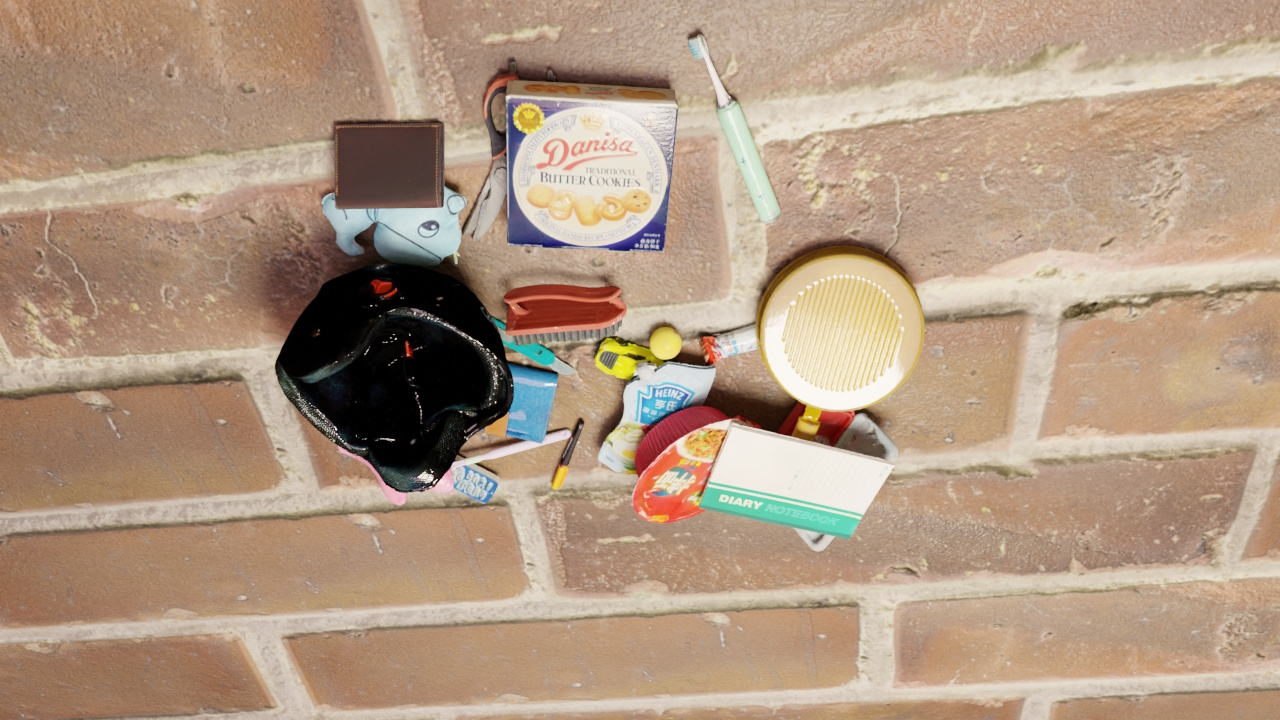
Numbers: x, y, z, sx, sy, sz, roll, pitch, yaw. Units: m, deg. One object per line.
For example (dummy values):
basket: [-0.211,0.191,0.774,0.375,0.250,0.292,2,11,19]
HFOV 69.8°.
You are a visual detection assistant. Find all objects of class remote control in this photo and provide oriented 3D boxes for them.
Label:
remote control: [-0.259,0.154,1.279,0.125,0.024,0.049,29,120,-11]

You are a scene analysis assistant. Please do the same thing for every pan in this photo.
pan: [0.220,0.035,1.126,0.198,0.078,0.358,15,106,2]

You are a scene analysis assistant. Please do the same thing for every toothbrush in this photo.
toothbrush: [0.105,-0.247,0.997,0.027,0.026,0.224,-6,126,33]
toothbrush: [-0.185,0.122,1.245,0.189,0.021,0.029,-16,82,2]

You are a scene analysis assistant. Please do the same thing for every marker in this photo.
marker: [-0.099,0.130,1.260,0.015,0.018,0.124,18,122,-8]

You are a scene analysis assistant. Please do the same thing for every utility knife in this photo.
utility knife: [-0.161,-0.027,1.162,0.179,0.013,0.029,30,121,-16]

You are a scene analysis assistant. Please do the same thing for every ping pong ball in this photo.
ping pong ball: [0.031,-0.021,1.140,0.040,0.040,0.040,1,123,2]

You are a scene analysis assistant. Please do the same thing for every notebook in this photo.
notebook: [0.193,0.157,1.161,0.209,0.012,0.151,13,128,-5]

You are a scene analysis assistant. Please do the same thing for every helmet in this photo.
helmet: [-0.274,-0.001,1.058,0.275,0.229,0.234,-13,135,12]

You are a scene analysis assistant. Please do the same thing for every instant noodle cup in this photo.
instant noodle cup: [0.065,0.125,1.189,0.193,0.065,0.194,-19,141,-16]

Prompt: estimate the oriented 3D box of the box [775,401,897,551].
box: [0.235,0.145,1.223,0.155,0.073,0.202,33,121,8]

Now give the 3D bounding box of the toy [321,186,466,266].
toy: [-0.278,-0.160,1.060,0.162,0.049,0.156,-37,107,22]

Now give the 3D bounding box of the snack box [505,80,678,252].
snack box: [-0.057,-0.209,1.008,0.178,0.045,0.183,2,128,-3]

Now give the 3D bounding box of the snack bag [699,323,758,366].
snack bag: [0.126,-0.023,1.143,0.104,0.026,0.048,-13,130,11]

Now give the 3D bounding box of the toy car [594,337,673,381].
toy car: [-0.007,0.007,1.166,0.105,0.032,0.048,19,122,-11]

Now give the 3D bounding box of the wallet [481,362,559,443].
wallet: [-0.181,0.050,1.202,0.133,0.040,0.107,14,119,-5]

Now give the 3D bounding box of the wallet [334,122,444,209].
wallet: [-0.279,-0.216,1.017,0.122,0.020,0.096,0,90,3]

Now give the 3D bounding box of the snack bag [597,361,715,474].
snack bag: [0.019,0.073,1.190,0.110,0.038,0.191,12,129,-14]

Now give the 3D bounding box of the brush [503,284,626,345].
brush: [-0.089,-0.061,1.107,0.146,0.063,0.069,-3,136,3]

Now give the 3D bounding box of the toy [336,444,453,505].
toy: [-0.304,0.107,1.210,0.178,0.074,0.195,41,115,6]

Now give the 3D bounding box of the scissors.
scissors: [-0.162,-0.230,1.029,0.207,0.015,0.192,-20,121,15]
